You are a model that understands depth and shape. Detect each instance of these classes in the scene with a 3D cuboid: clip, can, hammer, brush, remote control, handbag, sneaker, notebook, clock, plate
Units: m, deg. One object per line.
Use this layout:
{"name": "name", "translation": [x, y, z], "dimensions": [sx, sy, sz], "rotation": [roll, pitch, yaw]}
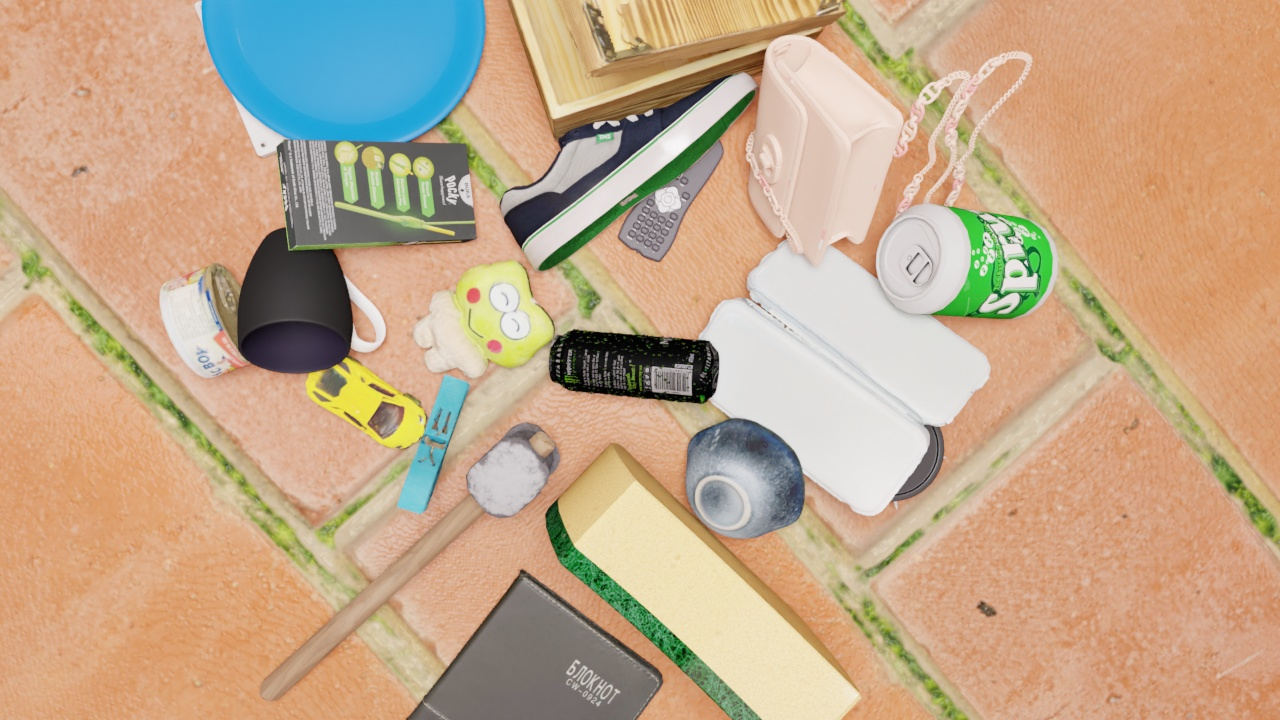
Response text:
{"name": "clip", "translation": [-0.177, 0.086, 0.768], "dimensions": [0.033, 0.119, 0.120], "rotation": [17, 46, -5]}
{"name": "can", "translation": [-0.343, -0.032, 0.738], "dimensions": [0.043, 0.086, 0.086], "rotation": [-20, 93, -3]}
{"name": "hammer", "translation": [-0.196, 0.173, 0.762], "dimensions": [0.328, 0.098, 0.052], "rotation": [-42, 93, 5]}
{"name": "brush", "translation": [0.041, 0.179, 0.716], "dimensions": [0.250, 0.195, 0.075], "rotation": [44, 88, -4]}
{"name": "can", "translation": [-0.005, 0.005, 0.763], "dimensions": [0.138, 0.054, 0.054], "rotation": [5, 92, 14]}
{"name": "remote control", "translation": [-0.322, -0.242, 0.768], "dimensions": [0.050, 0.011, 0.136], "rotation": [-22, 94, -3]}
{"name": "handbag", "translation": [0.180, -0.181, 0.742], "dimensions": [0.187, 0.199, 0.116], "rotation": [-27, 63, -14]}
{"name": "sneaker", "translation": [-0.014, -0.173, 0.753], "dimensions": [0.235, 0.084, 0.079], "rotation": [-35, 87, 6]}
{"name": "remote control", "translation": [0.028, -0.147, 0.796], "dimensions": [0.046, 0.009, 0.124], "rotation": [30, 90, -4]}
{"name": "notebook", "translation": [-0.101, 0.314, 0.798], "dimensions": [0.169, 0.029, 0.209], "rotation": [38, 91, -4]}
{"name": "clock", "translation": [0.205, 0.066, 0.800], "dimensions": [0.120, 0.042, 0.091], "rotation": [43, 89, -4]}
{"name": "can", "translation": [0.269, -0.079, 0.755], "dimensions": [0.139, 0.088, 0.088], "rotation": [1, 92, -32]}
{"name": "plate", "translation": [-0.242, -0.283, 0.761], "dimensions": [0.224, 0.024, 0.224], "rotation": [0, 91, -9]}

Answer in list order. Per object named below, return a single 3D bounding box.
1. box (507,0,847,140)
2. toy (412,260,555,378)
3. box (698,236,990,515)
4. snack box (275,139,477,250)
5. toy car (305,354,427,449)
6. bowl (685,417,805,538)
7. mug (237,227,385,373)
{"name": "box", "translation": [0.012, -0.352, 0.688], "dimensions": [0.258, 0.221, 0.279], "rotation": [-20, 92, -5]}
{"name": "toy", "translation": [-0.135, -0.030, 0.773], "dimensions": [0.115, 0.046, 0.092], "rotation": [-25, 99, 5]}
{"name": "box", "translation": [0.159, 0.004, 0.758], "dimensions": [0.211, 0.084, 0.186], "rotation": [41, 94, 16]}
{"name": "snack box", "translation": [-0.209, -0.133, 0.737], "dimensions": [0.147, 0.025, 0.080], "rotation": [-8, 93, -34]}
{"name": "toy car", "translation": [-0.230, 0.036, 0.777], "dimensions": [0.107, 0.030, 0.049], "rotation": [32, 89, -6]}
{"name": "bowl", "translation": [0.078, 0.107, 0.762], "dimensions": [0.110, 0.055, 0.110], "rotation": [12, 114, 27]}
{"name": "mug", "translation": [-0.264, -0.049, 0.748], "dimensions": [0.118, 0.085, 0.100], "rotation": [16, 52, -40]}
